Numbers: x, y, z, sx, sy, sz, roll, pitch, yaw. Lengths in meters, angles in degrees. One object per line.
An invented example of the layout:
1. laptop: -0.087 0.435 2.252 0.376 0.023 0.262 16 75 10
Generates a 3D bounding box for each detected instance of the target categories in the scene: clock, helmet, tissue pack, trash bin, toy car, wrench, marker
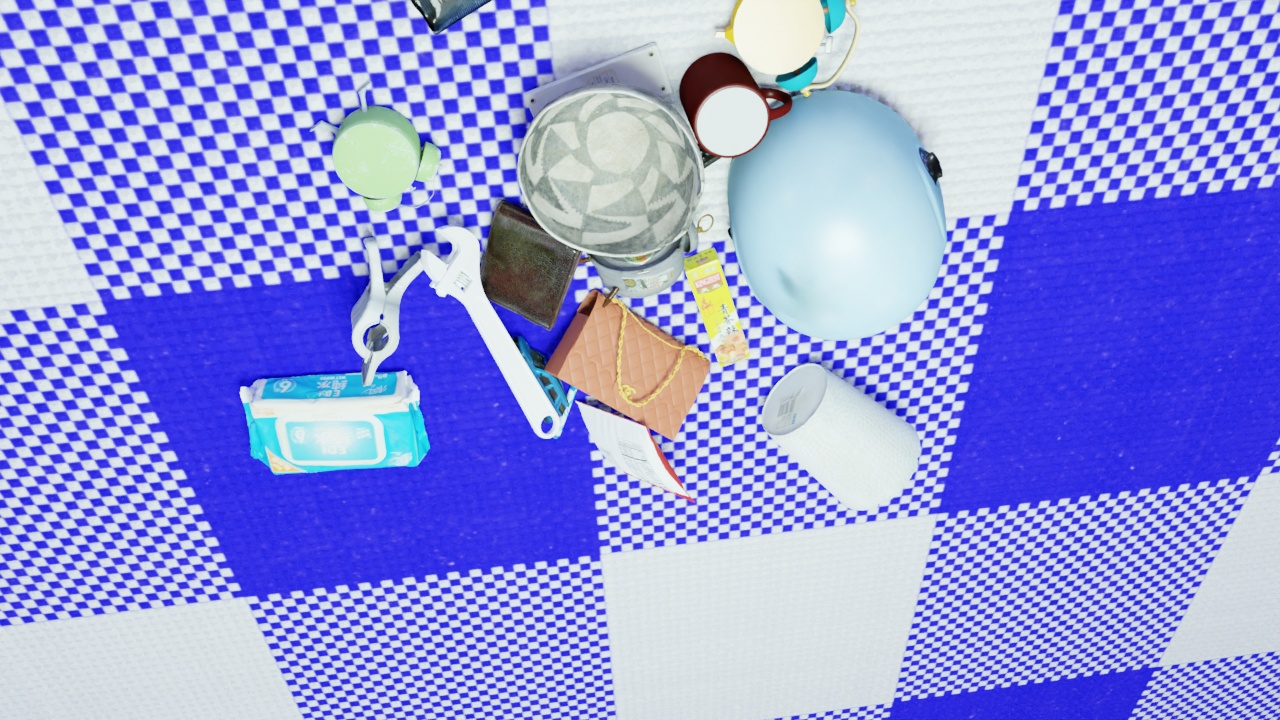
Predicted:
1. clock: 0.140 -0.309 0.861 0.129 0.043 0.099 19 119 -12
2. helmet: 0.202 -0.134 0.934 0.226 0.166 0.266 -20 119 19
3. tissue pack: -0.359 0.073 1.072 0.209 0.066 0.117 -1 127 -5
4. trash bin: 0.243 0.090 1.139 0.161 0.133 0.133 36 115 -25
5. clock: -0.250 -0.196 0.891 0.094 0.042 0.119 -33 126 18
6. toy car: -0.122 0.020 1.074 0.043 0.056 0.120 -25 130 3
7. wrench: -0.153 -0.022 0.989 0.066 0.018 0.273 -42 122 -27
8. marker: -0.084 0.043 1.121 0.013 0.013 0.142 11 125 -17
9. clock: 0.010 -0.120 0.958 0.147 0.104 0.056 -24 139 -9

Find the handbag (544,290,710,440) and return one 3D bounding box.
1. handbag: -0.007 0.007 1.060 0.172 0.060 0.109 31 86 -28

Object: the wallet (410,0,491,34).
1. wallet: -0.175 -0.351 0.790 0.089 0.026 0.115 -26 127 12

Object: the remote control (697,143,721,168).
1. remote control: 0.042 -0.196 0.942 0.140 0.030 0.009 -30 145 15

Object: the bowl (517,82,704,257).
1. bowl: -0.026 -0.193 0.886 0.178 0.081 0.179 2 130 3

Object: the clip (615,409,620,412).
1. clip: 0.002 0.055 1.134 0.076 0.045 0.023 13 123 -16

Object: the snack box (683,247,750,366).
1. snack box: 0.089 -0.059 1.057 0.040 0.028 0.148 -19 128 6

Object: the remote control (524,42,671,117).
1. remote control: -0.041 -0.260 0.891 0.136 0.011 0.050 -19 128 6

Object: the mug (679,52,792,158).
1. mug: 0.096 -0.245 0.879 0.105 0.082 0.073 -2 128 -7

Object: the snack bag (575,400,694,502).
1. snack bag: -0.009 0.114 1.129 0.039 0.131 0.144 -49 130 -23

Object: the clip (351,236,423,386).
1. clip: -0.274 -0.053 0.957 0.075 0.125 0.144 13 100 -23

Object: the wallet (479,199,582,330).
1. wallet: -0.118 -0.100 0.972 0.099 0.031 0.120 27 126 6
